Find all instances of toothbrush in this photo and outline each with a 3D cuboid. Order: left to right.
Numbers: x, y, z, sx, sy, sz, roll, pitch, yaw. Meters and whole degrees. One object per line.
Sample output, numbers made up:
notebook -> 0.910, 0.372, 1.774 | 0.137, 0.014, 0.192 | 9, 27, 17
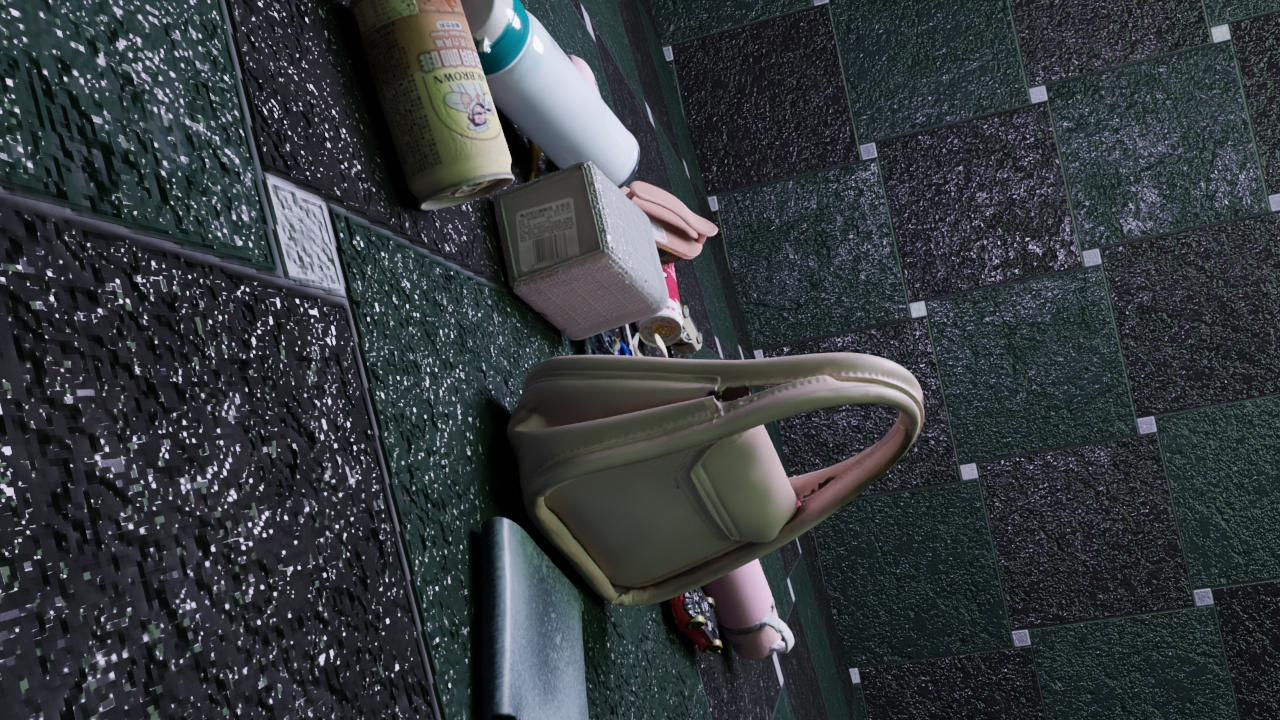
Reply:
toothbrush -> -0.087, -0.197, 0.811 | 0.191, 0.018, 0.016 | -94, 165, -50

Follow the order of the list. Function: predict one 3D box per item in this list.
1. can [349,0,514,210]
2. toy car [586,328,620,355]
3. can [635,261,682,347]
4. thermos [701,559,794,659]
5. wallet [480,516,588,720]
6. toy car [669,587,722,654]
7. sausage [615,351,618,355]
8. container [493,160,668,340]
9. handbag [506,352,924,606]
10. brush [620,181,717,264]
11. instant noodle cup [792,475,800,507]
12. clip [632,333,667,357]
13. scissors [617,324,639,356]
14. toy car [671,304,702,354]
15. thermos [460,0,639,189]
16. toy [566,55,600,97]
can -> -0.112, -0.145, 0.497 | 0.058, 0.058, 0.116 | -37, 110, -78
toy car -> -0.040, -0.045, 0.782 | 0.105, 0.031, 0.049 | -96, 164, -50
can -> 0.017, -0.078, 1.062 | 0.132, 0.053, 0.053 | -96, 165, -44
thermos -> 0.100, 0.223, 0.946 | 0.067, 0.087, 0.199 | -37, 117, -31
wallet -> -0.052, 0.147, 0.468 | 0.121, 0.019, 0.097 | 61, 18, -52
toy car -> 0.048, 0.226, 0.810 | 0.106, 0.031, 0.049 | 59, 19, -49
sausage -> -0.016, 0.041, 0.802 | 0.020, 0.020, 0.155 | 19, 55, -77
container -> -0.044, -0.080, 0.668 | 0.114, 0.090, 0.090 | 36, 38, -68
handbag -> 0.055, 0.059, 0.554 | 0.193, 0.234, 0.093 | 59, 20, -52
brush -> 0.021, -0.152, 1.024 | 0.145, 0.073, 0.063 | 18, 49, -42
instant noodle cup -> 0.061, 0.106, 0.820 | 0.115, 0.116, 0.123 | -23, 82, -45
clip -> 0.016, 0.023, 0.941 | 0.104, 0.084, 0.034 | 34, 30, -33
scissors -> -0.008, 0.003, 0.927 | 0.175, 0.012, 0.162 | -2, 74, -80
toy car -> 0.048, -0.040, 1.196 | 0.090, 0.042, 0.035 | 57, 42, -41
thermos -> -0.075, -0.208, 0.706 | 0.224, 0.073, 0.073 | 36, 38, -60
toy -> -0.061, -0.224, 0.884 | 0.159, 0.054, 0.121 | -89, 171, -55
